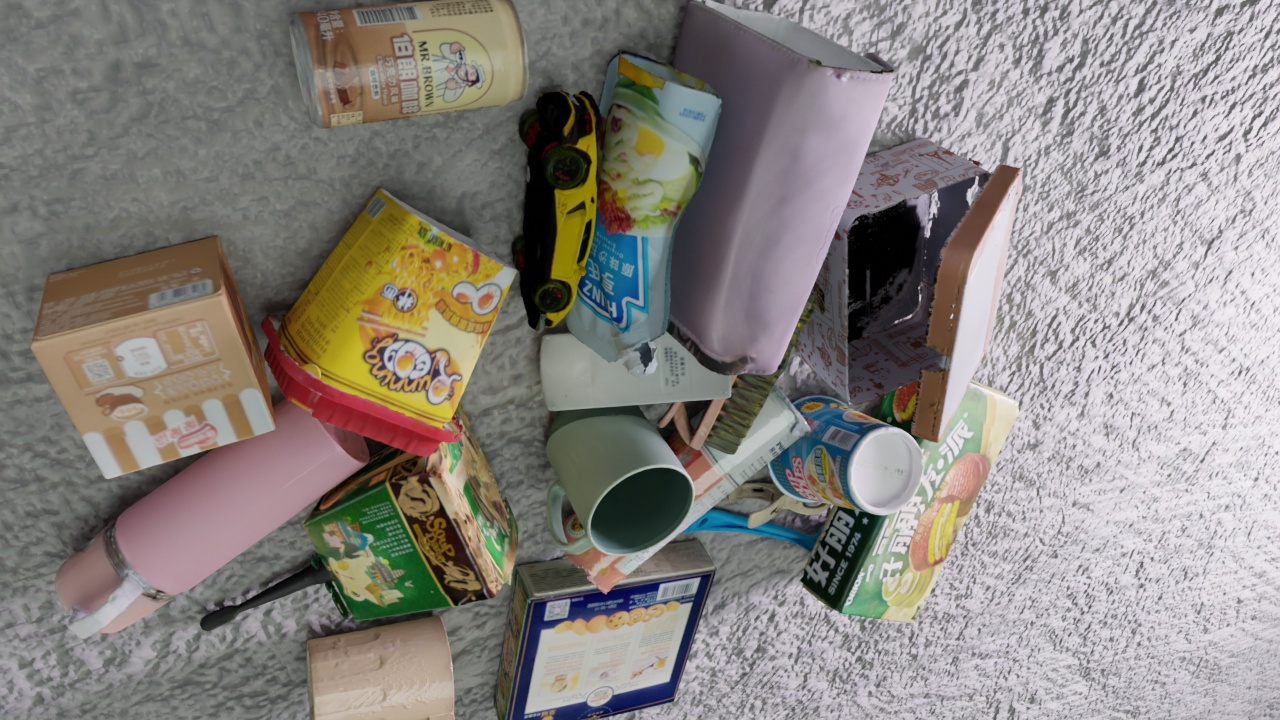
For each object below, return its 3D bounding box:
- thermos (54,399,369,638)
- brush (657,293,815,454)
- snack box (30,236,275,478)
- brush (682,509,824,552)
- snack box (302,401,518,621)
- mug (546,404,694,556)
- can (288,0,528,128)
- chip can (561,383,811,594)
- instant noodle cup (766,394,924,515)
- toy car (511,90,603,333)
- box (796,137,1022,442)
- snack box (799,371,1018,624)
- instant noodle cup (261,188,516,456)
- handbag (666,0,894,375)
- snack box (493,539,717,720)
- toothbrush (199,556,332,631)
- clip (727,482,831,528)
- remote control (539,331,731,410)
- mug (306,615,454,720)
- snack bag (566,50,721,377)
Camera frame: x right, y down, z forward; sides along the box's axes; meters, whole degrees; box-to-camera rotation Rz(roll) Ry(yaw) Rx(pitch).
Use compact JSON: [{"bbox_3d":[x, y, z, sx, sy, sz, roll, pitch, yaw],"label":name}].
[{"bbox_3d":[-0.273,0.100,0.582,0.198,0.087,0.067,-35,111,-3],"label":"thermos"},{"bbox_3d":[0.070,0.000,0.688,0.073,0.063,0.145,27,92,2],"label":"brush"},{"bbox_3d":[-0.269,-0.003,0.517,0.092,0.077,0.094,-17,128,-16],"label":"snack box"},{"bbox_3d":[0.146,0.169,0.884,0.254,0.046,0.083,15,118,-30],"label":"brush"},{"bbox_3d":[-0.157,0.108,0.628,0.105,0.117,0.118,-20,106,4],"label":"snack box"},{"bbox_3d":[-0.029,0.089,0.687,0.112,0.106,0.082,-46,131,8],"label":"mug"},{"bbox_3d":[-0.123,-0.161,0.494,0.116,0.058,0.059,-13,127,-20],"label":"can"},{"bbox_3d":[0.034,0.098,0.749,0.215,0.071,0.071,-39,131,3],"label":"chip can"},{"bbox_3d":[0.173,0.081,0.764,0.099,0.110,0.099,-2,95,-20],"label":"instant noodle cup"},{"bbox_3d":[-0.053,-0.091,0.573,0.041,0.071,0.156,-3,126,-21],"label":"toy car"},{"bbox_3d":[0.217,-0.047,0.685,0.148,0.158,0.182,-20,129,-12],"label":"box"},{"bbox_3d":[0.249,0.123,0.851,0.114,0.063,0.240,19,99,-36],"label":"snack box"},{"bbox_3d":[-0.146,-0.026,0.551,0.116,0.116,0.124,28,95,-38],"label":"instant noodle cup"},{"bbox_3d":[0.067,-0.107,0.574,0.098,0.145,0.197,2,122,-26],"label":"handbag"},{"bbox_3d":[-0.035,0.255,0.841,0.177,0.045,0.183,-2,123,-26],"label":"snack box"},{"bbox_3d":[-0.223,0.150,0.685,0.212,0.026,0.027,-25,170,-9],"label":"toothbrush"},{"bbox_3d":[0.129,0.117,0.847,0.103,0.076,0.035,-7,127,-11],"label":"clip"},{"bbox_3d":[-0.004,0.004,0.652,0.135,0.019,0.056,-5,93,4],"label":"remote control"},{"bbox_3d":[-0.201,0.268,0.716,0.103,0.124,0.084,-3,144,-23],"label":"mug"},{"bbox_3d":[-0.006,-0.086,0.575,0.038,0.110,0.191,-13,127,-43],"label":"snack bag"}]
